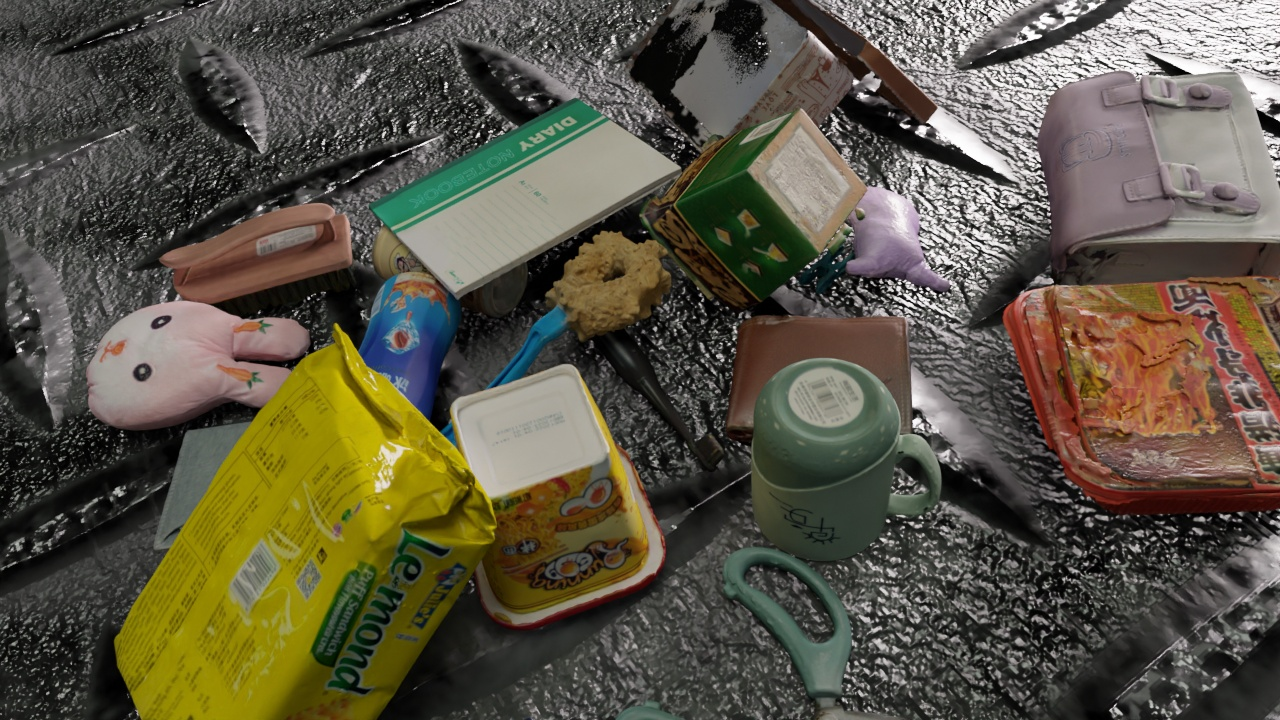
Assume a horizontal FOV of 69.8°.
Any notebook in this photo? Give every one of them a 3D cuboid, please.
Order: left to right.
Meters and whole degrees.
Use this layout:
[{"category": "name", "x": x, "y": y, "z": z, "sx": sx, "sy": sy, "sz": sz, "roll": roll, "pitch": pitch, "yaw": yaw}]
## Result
[{"category": "notebook", "x": -0.093, "y": -0.136, "z": 0.732, "sx": 0.208, "sy": 0.012, "sz": 0.150, "roll": -33, "pitch": 51, "yaw": -20}]

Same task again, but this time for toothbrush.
[{"category": "toothbrush", "x": -0.004, "y": 0.004, "z": 0.663, "sx": 0.027, "sy": 0.026, "sz": 0.212, "roll": -52, "pitch": 51, "yaw": 15}]

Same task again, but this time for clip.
[{"category": "clip", "x": 0.147, "y": -0.072, "z": 0.718, "sx": 0.056, "sy": 0.014, "sz": 0.045, "roll": -37, "pitch": 56, "yaw": -26}]

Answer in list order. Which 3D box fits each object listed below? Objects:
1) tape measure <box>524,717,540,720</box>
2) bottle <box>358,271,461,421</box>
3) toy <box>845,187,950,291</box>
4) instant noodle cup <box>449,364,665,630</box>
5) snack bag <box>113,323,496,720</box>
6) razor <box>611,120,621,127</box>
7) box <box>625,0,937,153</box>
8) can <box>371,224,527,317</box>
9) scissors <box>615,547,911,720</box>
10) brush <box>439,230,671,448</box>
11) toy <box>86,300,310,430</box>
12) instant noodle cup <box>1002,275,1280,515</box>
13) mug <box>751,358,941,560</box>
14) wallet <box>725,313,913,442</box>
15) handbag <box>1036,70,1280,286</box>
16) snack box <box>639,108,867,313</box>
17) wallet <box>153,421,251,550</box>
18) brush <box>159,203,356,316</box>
[{"category": "tape measure", "x": -0.043, "y": 0.219, "z": 0.479, "sx": 0.054, "sy": 0.025, "sz": 0.058, "roll": 2, "pitch": 53, "yaw": 7}, {"category": "bottle", "x": -0.171, "y": 0.024, "z": 0.625, "sx": 0.065, "sy": 0.065, "sz": 0.218, "roll": -4, "pitch": 40, "yaw": 4}, {"category": "toy", "x": 0.195, "y": -0.098, "z": 0.717, "sx": 0.084, "sy": 0.039, "sz": 0.107, "roll": 12, "pitch": 44, "yaw": -9}, {"category": "instant noodle cup", "x": -0.054, "y": 0.077, "z": 0.540, "sx": 0.116, "sy": 0.124, "sz": 0.116, "roll": -18, "pitch": 48, "yaw": -8}, {"category": "snack bag", "x": -0.186, "y": 0.120, "z": 0.486, "sx": 0.158, "sy": 0.068, "sz": 0.247, "roll": 39, "pitch": 100, "yaw": 34}, {"category": "razor", "x": -0.087, "y": -0.158, "z": 0.802, "sx": 0.167, "sy": 0.062, "sz": 0.067, "roll": -18, "pitch": 19, "yaw": -2}, {"category": "box", "x": 0.121, "y": -0.245, "z": 0.834, "sx": 0.158, "sy": 0.197, "sz": 0.181, "roll": -51, "pitch": 50, "yaw": 18}, {"category": "can", "x": -0.152, "y": -0.076, "z": 0.733, "sx": 0.116, "sy": 0.059, "sz": 0.058, "roll": 17, "pitch": 53, "yaw": 22}, {"category": "scissors", "x": 0.058, "y": 0.187, "z": 0.498, "sx": 0.181, "sy": 0.019, "sz": 0.170, "roll": -22, "pitch": 51, "yaw": -12}, {"category": "brush", "x": -0.079, "y": 0.000, "z": 0.654, "sx": 0.254, "sy": 0.046, "sz": 0.083, "roll": -45, "pitch": 59, "yaw": -11}, {"category": "toy", "x": -0.337, "y": 0.001, "z": 0.699, "sx": 0.159, "sy": 0.054, "sz": 0.121, "roll": -3, "pitch": 50, "yaw": -5}, {"category": "instant noodle cup", "x": 0.328, "y": 0.026, "z": 0.561, "sx": 0.189, "sy": 0.079, "sz": 0.164, "roll": -2, "pitch": 48, "yaw": 5}, {"category": "mug", "x": 0.121, "y": 0.060, "z": 0.542, "sx": 0.112, "sy": 0.106, "sz": 0.082, "roll": 10, "pitch": 50, "yaw": 16}, {"category": "wallet", "x": 0.124, "y": 0.014, "z": 0.634, "sx": 0.124, "sy": 0.032, "sz": 0.101, "roll": 1, "pitch": 51, "yaw": 10}, {"category": "handbag", "x": 0.381, "y": -0.131, "z": 0.687, "sx": 0.145, "sy": 0.098, "sz": 0.196, "roll": 2, "pitch": 48, "yaw": 17}, {"category": "snack box", "x": 0.090, "y": -0.116, "z": 0.670, "sx": 0.117, "sy": 0.106, "sz": 0.118, "roll": 46, "pitch": 59, "yaw": -12}, {"category": "wallet", "x": -0.256, "y": 0.081, "z": 0.625, "sx": 0.130, "sy": 0.037, "sz": 0.106, "roll": -8, "pitch": 47, "yaw": 1}, {"category": "brush", "x": -0.310, "y": -0.082, "z": 0.753, "sx": 0.145, "sy": 0.073, "sz": 0.063, "roll": -16, "pitch": 49, "yaw": -4}]
